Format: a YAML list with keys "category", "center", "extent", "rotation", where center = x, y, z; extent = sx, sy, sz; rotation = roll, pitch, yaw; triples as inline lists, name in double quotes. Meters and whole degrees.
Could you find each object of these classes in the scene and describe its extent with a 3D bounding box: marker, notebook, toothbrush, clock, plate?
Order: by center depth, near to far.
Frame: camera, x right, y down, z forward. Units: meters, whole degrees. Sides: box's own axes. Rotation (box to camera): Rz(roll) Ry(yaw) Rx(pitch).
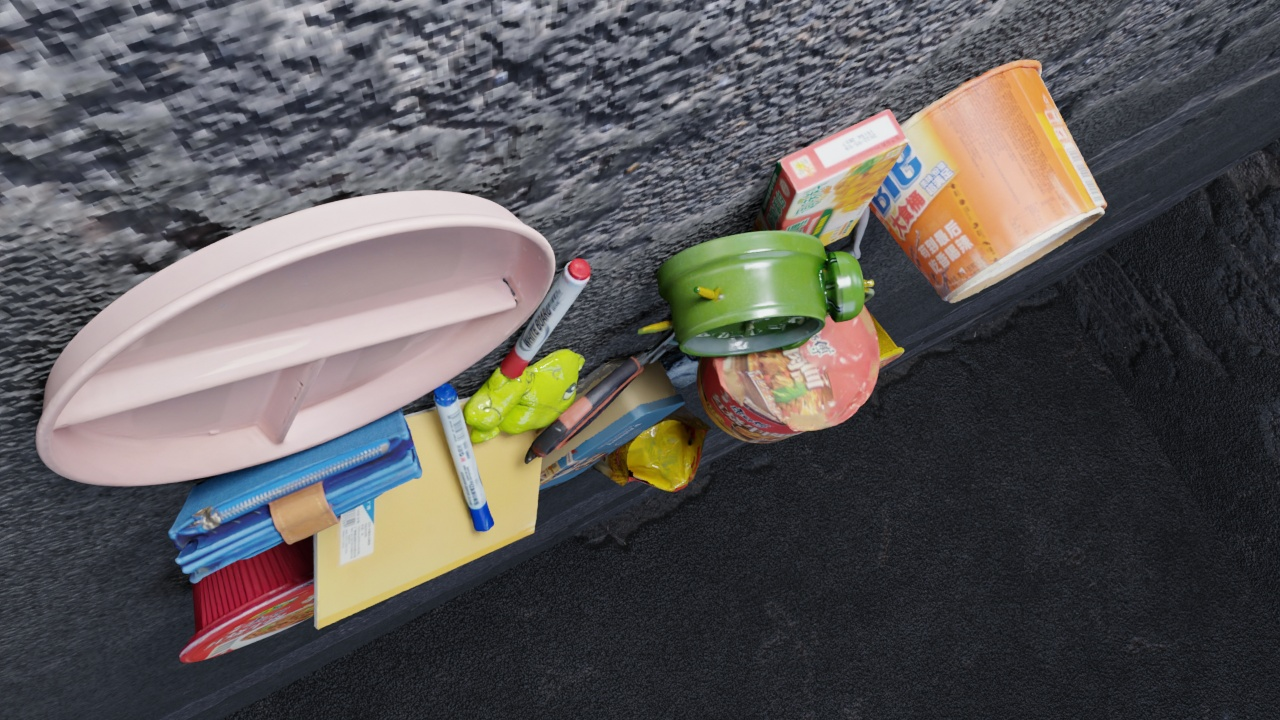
- category: "plate"
  center: [-0.147, -0.007, 0.417]
  extent: [0.229, 0.028, 0.230]
  rotation: [-26, 168, -6]
- category: "marker"
  center: [-0.062, -0.023, 0.578]
  extent: [0.017, 0.017, 0.146]
  rotation: [-22, 167, -31]
- category: "clock"
  center: [0.087, -0.042, 0.635]
  extent: [0.161, 0.056, 0.116]
  rotation: [-2, 167, -24]
- category: "marker"
  center: [-0.126, 0.073, 0.660]
  extent: [0.016, 0.017, 0.146]
  rotation: [-25, 135, -20]
- category: "notebook"
  center: [-0.149, 0.099, 0.682]
  extent: [0.205, 0.010, 0.146]
  rotation: [-17, 121, -47]
- category: "toothbrush"
  center: [0.185, -0.111, 0.793]
  extent: [0.016, 0.016, 0.180]
  rotation: [-24, 170, 6]

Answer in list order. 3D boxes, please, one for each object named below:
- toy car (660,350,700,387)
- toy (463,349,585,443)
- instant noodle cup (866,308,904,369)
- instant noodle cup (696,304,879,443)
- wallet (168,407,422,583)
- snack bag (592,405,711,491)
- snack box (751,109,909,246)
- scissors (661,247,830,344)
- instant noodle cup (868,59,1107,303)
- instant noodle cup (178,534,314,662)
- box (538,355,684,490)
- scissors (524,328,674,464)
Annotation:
- category: "toy car"
  center: [0.046, 0.009, 0.944]
  extent: [0.049, 0.031, 0.105]
  rotation: [-33, 167, 19]
- category: "toy"
  center: [-0.086, 0.027, 0.683]
  extent: [0.097, 0.031, 0.100]
  rotation: [-50, 152, 5]
- category: "instant noodle cup"
  center: [0.175, -0.020, 0.925]
  extent: [0.138, 0.109, 0.138]
  rotation: [-28, 168, -6]
- category: "instant noodle cup"
  center: [0.111, 0.002, 0.751]
  extent: [0.137, 0.138, 0.109]
  rotation: [-25, 168, -17]
- category: "wallet"
  center: [-0.194, 0.069, 0.527]
  extent: [0.133, 0.040, 0.106]
  rotation: [-25, -160, -12]
- category: "snack bag"
  center: [0.001, 0.083, 0.997]
  extent: [0.128, 0.073, 0.208]
  rotation: [-34, -166, -8]
- category: "snack box"
  center: [0.118, -0.107, 0.614]
  extent: [0.077, 0.027, 0.156]
  rotation: [-25, 169, -6]
- category: "scissors"
  center: [0.090, -0.052, 0.817]
  extent: [0.175, 0.019, 0.169]
  rotation: [-33, 169, 24]
- category: "instant noodle cup"
  center: [0.239, -0.117, 0.642]
  extent: [0.151, 0.111, 0.151]
  rotation: [-28, 169, -6]
- category: "instant noodle cup"
  center: [-0.309, 0.188, 0.794]
  extent: [0.193, 0.066, 0.194]
  rotation: [-28, 168, -7]
- category: "box"
  center: [-0.044, 0.056, 0.860]
  extent: [0.185, 0.063, 0.089]
  rotation: [-34, 168, 33]
- category: "scissors"
  center: [-0.002, 0.004, 0.732]
  extent: [0.208, 0.015, 0.183]
  rotation: [-37, 172, -42]
